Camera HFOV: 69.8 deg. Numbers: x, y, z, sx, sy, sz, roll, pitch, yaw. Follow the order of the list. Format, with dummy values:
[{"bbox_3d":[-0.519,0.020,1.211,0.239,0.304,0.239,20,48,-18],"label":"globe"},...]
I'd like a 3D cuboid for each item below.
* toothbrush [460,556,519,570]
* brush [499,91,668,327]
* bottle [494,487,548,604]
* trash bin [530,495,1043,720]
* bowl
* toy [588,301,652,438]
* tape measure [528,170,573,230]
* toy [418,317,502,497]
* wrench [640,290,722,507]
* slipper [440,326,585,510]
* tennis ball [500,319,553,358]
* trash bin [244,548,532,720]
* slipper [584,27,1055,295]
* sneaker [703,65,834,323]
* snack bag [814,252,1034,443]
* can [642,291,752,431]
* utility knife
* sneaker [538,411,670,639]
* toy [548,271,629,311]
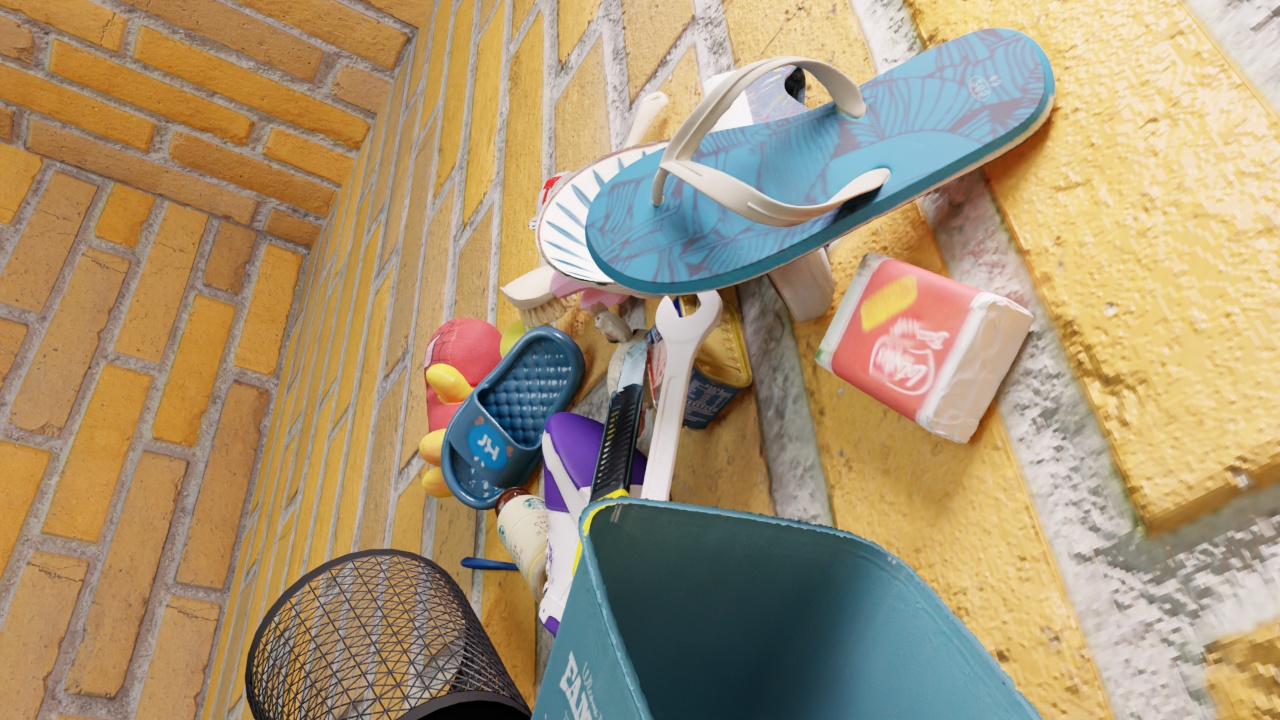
[{"bbox_3d":[-0.144,0.205,0.937,0.190,0.016,0.017,-19,49,57],"label":"toothbrush"},{"bbox_3d":[-0.049,-0.152,0.931,0.062,0.077,0.272,37,97,40],"label":"brush"},{"bbox_3d":[-0.093,0.161,0.824,0.162,0.056,0.056,33,102,63],"label":"bottle"},{"bbox_3d":[0.039,0.211,0.414,0.219,0.199,0.196,-67,25,21],"label":"trash bin"},{"bbox_3d":[0.009,-0.100,0.748,0.177,0.071,0.177,-10,46,10],"label":"bowl"},{"bbox_3d":[-0.004,0.004,0.739,0.087,0.050,0.112,-57,-41,-59],"label":"toy"},{"bbox_3d":[-0.061,-0.127,0.795,0.020,0.060,0.062,3,69,44],"label":"tape measure"},{"bbox_3d":[-0.208,0.045,1.068,0.148,0.098,0.215,117,158,-53],"label":"toy"},{"bbox_3d":[0.013,0.071,0.605,0.047,0.009,0.272,1,67,26],"label":"wrench"},{"bbox_3d":[-0.136,0.057,0.925,0.214,0.104,0.059,-56,-12,16],"label":"slipper"},{"bbox_3d":[-0.116,-0.013,0.972,0.065,0.065,0.065,-41,39,44],"label":"tennis ball"},{"bbox_3d":[-0.203,0.308,0.786,0.243,0.216,0.217,19,90,57],"label":"trash bin"},{"bbox_3d":[0.086,-0.118,0.539,0.296,0.060,0.118,-19,65,23],"label":"slipper"},{"bbox_3d":[0.103,-0.132,0.637,0.079,0.087,0.235,-22,51,15],"label":"sneaker"},{"bbox_3d":[0.151,-0.011,0.505,0.077,0.036,0.116,-65,27,9],"label":"snack bag"},{"bbox_3d":[0.041,-0.003,0.688,0.059,0.054,0.099,-51,32,37],"label":"can"},{"bbox_3d":[-0.016,0.066,0.645,0.029,0.020,0.202,-2,54,18],"label":"utility knife"},{"bbox_3d":[-0.033,0.152,0.688,0.111,0.091,0.244,-57,36,27],"label":"sneaker"},{"bbox_3d":[-0.018,-0.123,0.843,0.158,0.067,0.123,-34,48,34],"label":"toy"}]
